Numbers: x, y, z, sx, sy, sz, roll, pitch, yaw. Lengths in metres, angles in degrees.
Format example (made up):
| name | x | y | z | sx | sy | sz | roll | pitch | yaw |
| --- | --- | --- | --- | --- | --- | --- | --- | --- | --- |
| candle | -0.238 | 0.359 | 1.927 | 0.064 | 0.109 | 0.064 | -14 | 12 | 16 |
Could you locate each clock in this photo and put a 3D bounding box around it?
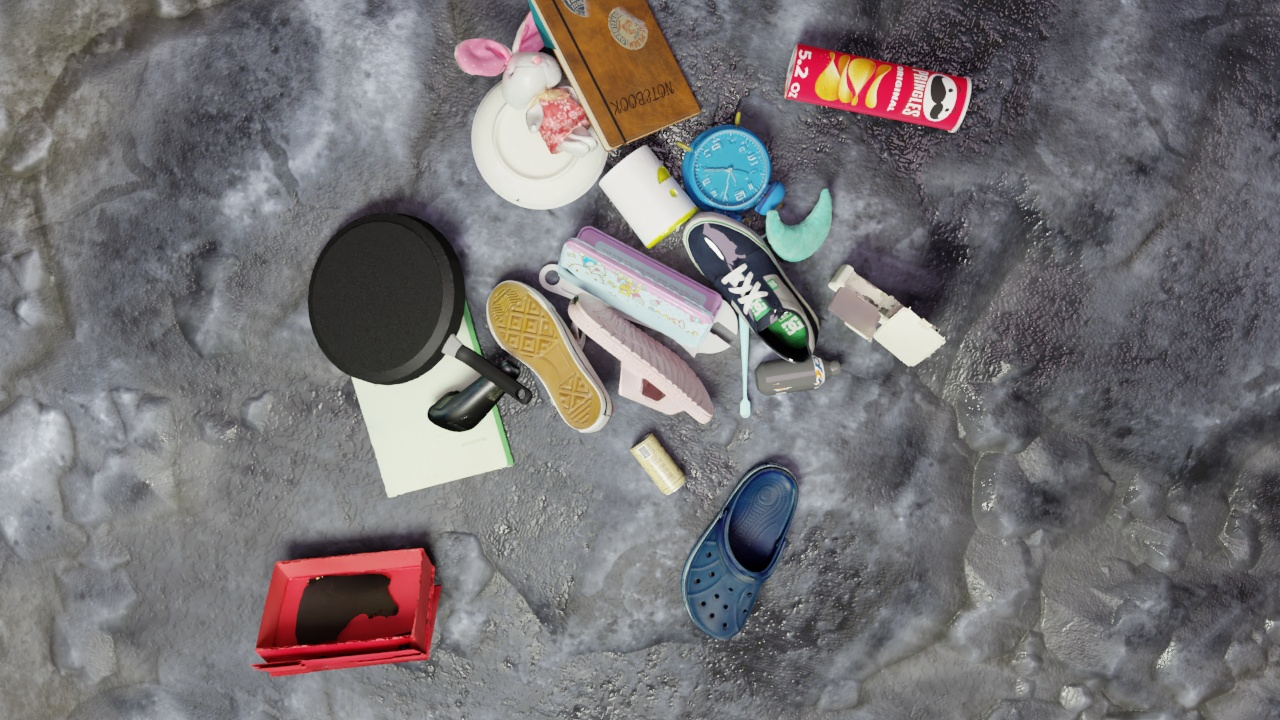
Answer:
| name | x | y | z | sx | sy | sz | roll | pitch | yaw |
| --- | --- | --- | --- | --- | --- | --- | --- | --- | --- |
| clock | 0.121 | -0.229 | 1.182 | 0.117 | 0.060 | 0.161 | -28 | 98 | 3 |

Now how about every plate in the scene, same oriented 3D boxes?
| name | x | y | z | sx | sy | sz | roll | pitch | yaw |
| --- | --- | --- | --- | --- | --- | --- | --- | --- | --- |
| plate | -0.132 | -0.290 | 1.194 | 0.182 | 0.034 | 0.182 | 0 | 96 | 1 |

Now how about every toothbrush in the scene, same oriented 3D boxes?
| name | x | y | z | sx | sy | sz | roll | pitch | yaw |
| --- | --- | --- | --- | --- | --- | --- | --- | --- | --- |
| toothbrush | 0.139 | -0.013 | 1.230 | 0.016 | 0.016 | 0.180 | -1 | 95 | 3 |

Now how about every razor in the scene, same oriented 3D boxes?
| name | x | y | z | sx | sy | sz | roll | pitch | yaw |
| --- | --- | --- | --- | --- | --- | --- | --- | --- | --- |
| razor | -0.215 | 0.043 | 1.195 | 0.152 | 0.067 | 0.054 | -39 | 135 | 24 |

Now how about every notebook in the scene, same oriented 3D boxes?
| name | x | y | z | sx | sy | sz | roll | pitch | yaw |
| --- | --- | --- | --- | --- | --- | --- | --- | --- | --- |
| notebook | -0.293 | 0.045 | 1.246 | 0.182 | 0.010 | 0.252 | -15 | 96 | 2 |
| notebook | -0.044 | -0.395 | 1.140 | 0.178 | 0.014 | 0.249 | -31 | 96 | -32 |

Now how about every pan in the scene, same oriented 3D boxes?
| name | x | y | z | sx | sy | sz | roll | pitch | yaw |
| --- | --- | --- | --- | --- | --- | --- | --- | --- | --- |
| pan | -0.281 | -0.046 | 1.170 | 0.356 | 0.034 | 0.225 | 34 | 98 | 17 |

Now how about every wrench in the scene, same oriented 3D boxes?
| name | x | y | z | sx | sy | sz | roll | pitch | yaw |
| --- | --- | --- | --- | --- | --- | --- | --- | --- | --- |
| wrench | -0.002 | -0.079 | 1.224 | 0.273 | 0.018 | 0.087 | 21 | 96 | 0 |

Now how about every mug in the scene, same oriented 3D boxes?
| name | x | y | z | sx | sy | sz | roll | pitch | yaw |
| --- | --- | --- | --- | --- | --- | --- | --- | --- | --- |
| mug | 0.010 | -0.209 | 1.176 | 0.082 | 0.082 | 0.106 | -39 | 93 | 5 |

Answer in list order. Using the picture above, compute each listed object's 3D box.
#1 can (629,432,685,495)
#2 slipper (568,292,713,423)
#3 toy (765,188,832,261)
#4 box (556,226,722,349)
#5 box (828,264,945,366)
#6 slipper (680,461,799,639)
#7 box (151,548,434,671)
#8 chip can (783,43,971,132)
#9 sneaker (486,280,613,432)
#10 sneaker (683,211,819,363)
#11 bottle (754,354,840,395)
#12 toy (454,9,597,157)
| name | x | y | z | sx | sy | sz | roll | pitch | yaw |
| --- | --- | --- | --- | --- | --- | --- | --- | --- | --- |
| can | 0.024 | 0.140 | 1.237 | 0.038 | 0.038 | 0.079 | -37 | 94 | 5 |
| slipper | -0.007 | 0.007 | 1.188 | 0.239 | 0.094 | 0.064 | 39 | 112 | -16 |
| toy | 0.207 | -0.171 | 1.187 | 0.105 | 0.033 | 0.085 | -26 | 126 | -21 |
| box | -0.003 | -0.092 | 1.182 | 0.214 | 0.096 | 0.077 | 28 | 115 | 3 |
| box | 0.293 | -0.052 | 1.132 | 0.143 | 0.191 | 0.069 | 35 | 97 | 4 |
| slipper | 0.132 | 0.254 | 1.222 | 0.105 | 0.095 | 0.253 | 24 | 93 | -4 |
| box | -0.391 | 0.276 | 1.097 | 0.214 | 0.326 | 0.152 | -6 | 64 | 3 |
| chip can | 0.297 | -0.345 | 1.161 | 0.220 | 0.069 | 0.069 | 11 | 96 | 0 |
| sneaker | -0.108 | -0.007 | 1.201 | 0.118 | 0.087 | 0.241 | -42 | 72 | 17 |
| sneaker | 0.143 | -0.090 | 1.163 | 0.084 | 0.078 | 0.235 | -38 | 106 | 26 |
| bottle | 0.208 | 0.018 | 1.215 | 0.112 | 0.047 | 0.047 | -9 | 96 | 2 |
| toy | -0.123 | -0.333 | 1.130 | 0.158 | 0.084 | 0.194 | -34 | 95 | -25 |
